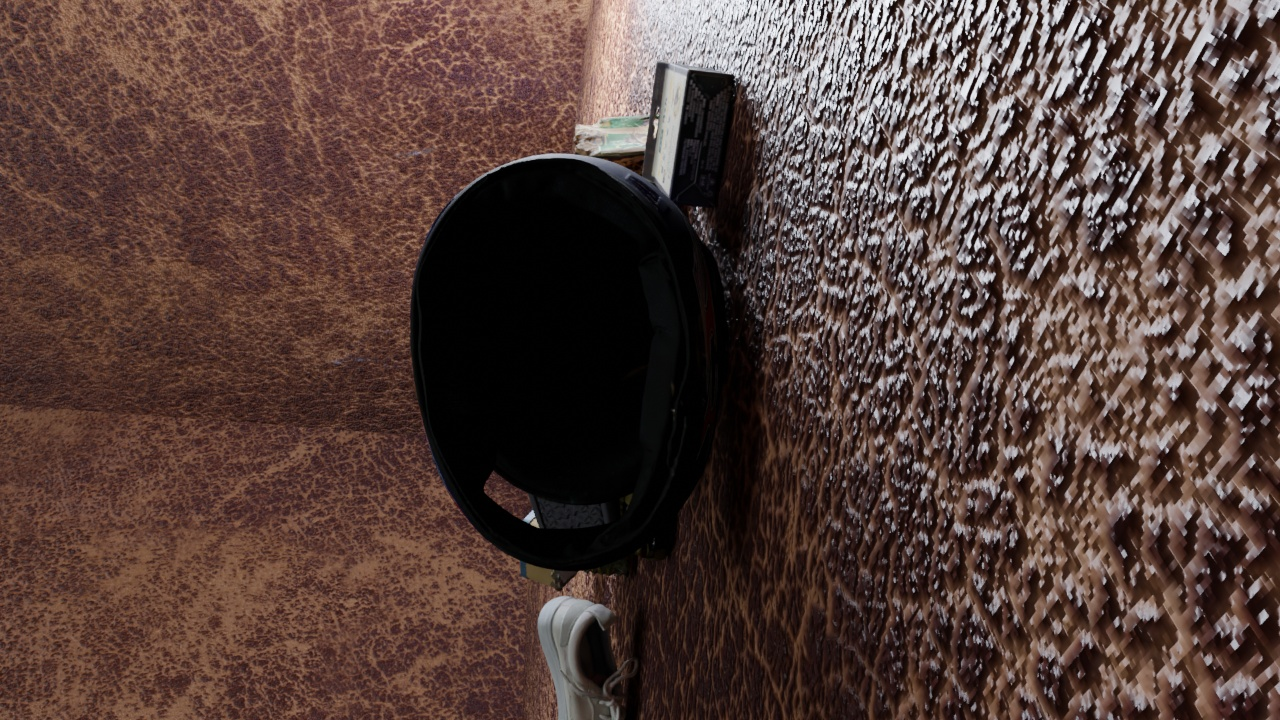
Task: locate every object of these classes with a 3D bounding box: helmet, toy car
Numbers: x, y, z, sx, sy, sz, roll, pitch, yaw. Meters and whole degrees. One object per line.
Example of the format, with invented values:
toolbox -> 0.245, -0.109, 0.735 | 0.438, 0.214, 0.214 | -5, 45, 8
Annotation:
helmet -> -0.052, 0.002, 0.726 | 0.240, 0.247, 0.315 | 64, -161, -79
toy car -> 0.004, 0.146, 0.910 | 0.158, 0.042, 0.070 | -133, 49, -81

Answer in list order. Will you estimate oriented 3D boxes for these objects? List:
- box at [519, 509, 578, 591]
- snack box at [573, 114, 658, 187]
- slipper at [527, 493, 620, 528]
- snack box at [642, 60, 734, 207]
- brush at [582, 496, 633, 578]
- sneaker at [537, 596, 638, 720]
box -> -0.077, 0.191, 1.109 | 0.183, 0.059, 0.090 | -43, -38, -57
snack box -> -0.013, -0.208, 1.040 | 0.118, 0.117, 0.106 | -93, 0, -56
slipper -> -0.074, 0.074, 0.932 | 0.083, 0.111, 0.268 | -39, -60, -61
snack box -> 0.040, -0.207, 0.829 | 0.125, 0.053, 0.113 | -106, 22, -68
brush -> -0.033, 0.173, 1.053 | 0.073, 0.063, 0.146 | -119, 36, -80
sneaker -> -0.041, 0.370, 0.970 | 0.091, 0.089, 0.242 | -8, 93, 40
